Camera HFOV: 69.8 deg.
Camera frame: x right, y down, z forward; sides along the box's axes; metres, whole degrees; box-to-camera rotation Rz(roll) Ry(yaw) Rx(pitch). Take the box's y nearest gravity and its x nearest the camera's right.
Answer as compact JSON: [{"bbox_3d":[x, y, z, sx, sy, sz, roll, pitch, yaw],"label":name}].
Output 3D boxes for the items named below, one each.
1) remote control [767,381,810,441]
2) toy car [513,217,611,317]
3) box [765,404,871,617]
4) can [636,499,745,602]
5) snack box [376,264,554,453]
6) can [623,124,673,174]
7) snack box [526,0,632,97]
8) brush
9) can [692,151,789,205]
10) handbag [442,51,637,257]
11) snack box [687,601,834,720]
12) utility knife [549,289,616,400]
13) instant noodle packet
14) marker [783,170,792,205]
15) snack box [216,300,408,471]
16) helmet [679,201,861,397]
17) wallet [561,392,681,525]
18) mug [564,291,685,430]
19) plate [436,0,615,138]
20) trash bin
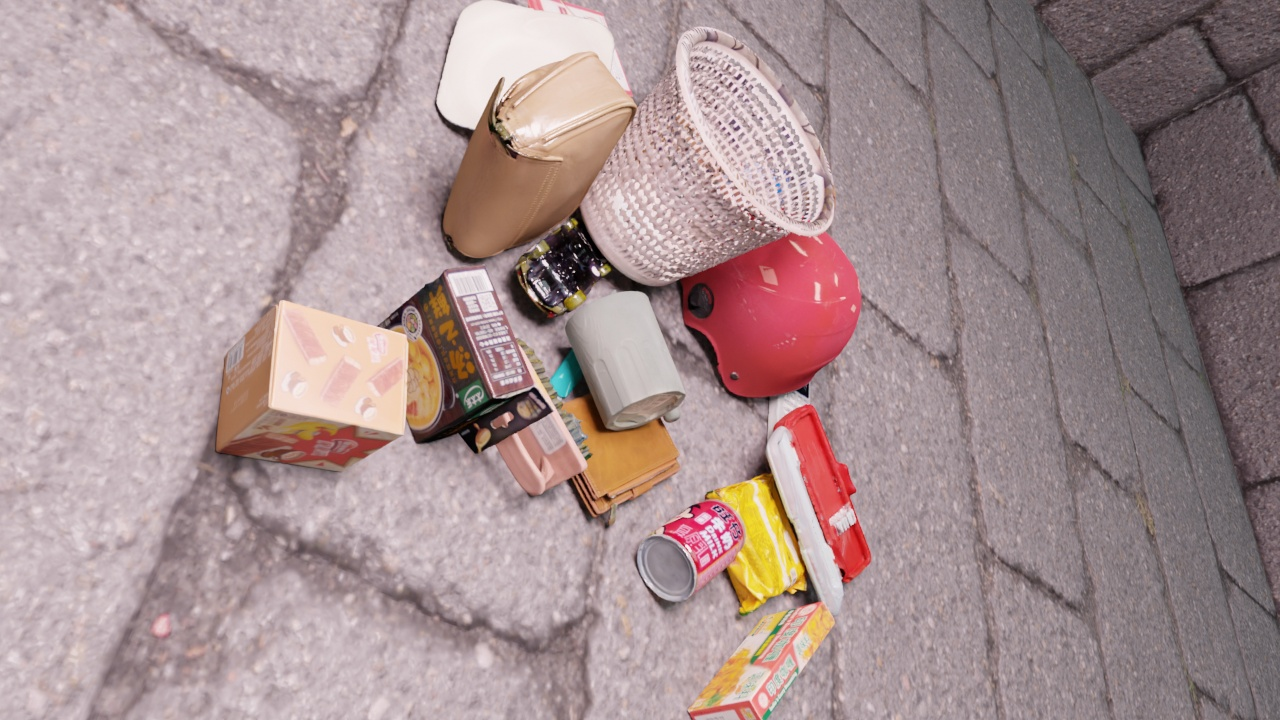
[{"bbox_3d":[0.179,0.048,1.091,0.058,0.021,0.149,32,49,-30],"label":"remote control"},{"bbox_3d":[-0.072,-0.092,0.893,0.070,0.042,0.157,54,28,-9],"label":"toy car"},{"bbox_3d":[0.191,0.159,1.002,0.160,0.050,0.201,-29,100,-58],"label":"box"},{"bbox_3d":[0.049,0.174,0.853,0.093,0.067,0.066,-24,86,-49],"label":"can"},{"bbox_3d":[-0.141,0.006,0.715,0.053,0.114,0.125,-15,79,-48],"label":"snack box"},{"bbox_3d":[-0.031,-0.242,1.009,0.145,0.058,0.058,-1,69,-46],"label":"can"},{"bbox_3d":[-0.080,-0.341,1.025,0.126,0.044,0.113,-6,73,-48],"label":"snack box"},{"bbox_3d":[-0.103,0.040,0.773,0.145,0.063,0.072,61,30,1],"label":"brush"},{"bbox_3d":[0.129,-0.230,1.171,0.134,0.053,0.053,6,65,-44],"label":"can"},{"bbox_3d":[-0.097,-0.178,0.802,0.147,0.205,0.100,-36,83,-37],"label":"handbag"},{"bbox_3d":[0.115,0.282,0.851,0.155,0.077,0.027,-31,92,-50],"label":"snack box"},{"bbox_3d":[-0.056,-0.009,0.889,0.029,0.013,0.177,48,46,-16],"label":"utility knife"},{"bbox_3d":[0.119,0.185,0.936,0.110,0.044,0.128,-8,77,-49],"label":"instant noodle packet"},{"bbox_3d":[0.202,-0.201,1.259,0.017,0.017,0.145,22,54,-37],"label":"marker"},{"bbox_3d":[-0.226,0.022,0.634,0.094,0.093,0.077,17,57,-39],"label":"snack box"},{"bbox_3d":[0.155,-0.092,1.039,0.206,0.144,0.240,-23,81,-41],"label":"helmet"},{"bbox_3d":[-0.019,0.082,0.857,0.130,0.035,0.119,-20,81,-49],"label":"wallet"},{"bbox_3d":[-0.005,0.005,0.856,0.124,0.084,0.103,25,39,-63],"label":"mug"},{"bbox_3d":[-0.113,-0.282,0.923,0.163,0.034,0.164,10,67,-3],"label":"plate"},{"bbox_3d":[0.052,-0.181,0.919,0.227,0.193,0.227,28,47,-35],"label":"trash bin"}]
